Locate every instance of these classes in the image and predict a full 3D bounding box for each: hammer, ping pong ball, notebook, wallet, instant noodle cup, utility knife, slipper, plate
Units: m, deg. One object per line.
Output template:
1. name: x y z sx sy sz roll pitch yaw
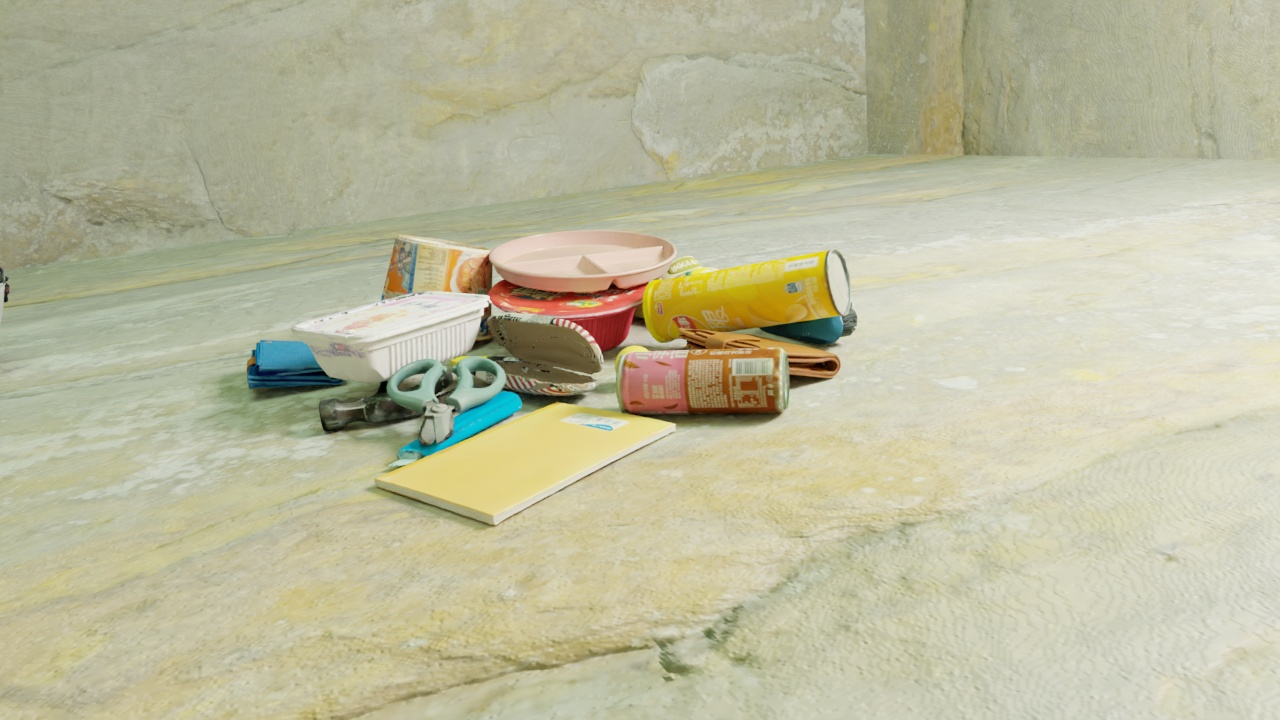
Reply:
1. hammer: -0.272 0.008 1.016 0.126 0.032 0.323 -9 16 -11
2. ping pong ball: -0.005 0.005 0.912 0.040 0.040 0.040 -5 16 1
3. notebook: -0.090 0.076 0.749 0.146 0.010 0.205 7 20 39
4. wallet: -0.398 0.004 1.060 0.106 0.040 0.133 -2 13 -21
5. instant noodle cup: -0.081 -0.056 1.088 0.194 0.066 0.193 -2 22 1
6. instant noodle cup: -0.252 -0.024 0.950 0.138 0.060 0.173 7 19 40
7. wallet: 0.113 -0.009 0.904 0.107 0.031 0.132 4 7 -34
8. utility knife: -0.161 0.061 0.813 0.034 0.018 0.159 4 20 32
9. slipper: 0.050 -0.089 1.158 0.091 0.082 0.191 -21 19 -37
10. plate: -0.070 -0.124 1.131 0.229 0.028 0.229 -1 22 0
11. instant noodle cup: -0.253 -0.093 1.153 0.151 0.111 0.151 9 8 -2

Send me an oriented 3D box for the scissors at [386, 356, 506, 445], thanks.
1. scissors: -0.159 0.034 0.836 0.129 0.019 0.185 -11 27 -22

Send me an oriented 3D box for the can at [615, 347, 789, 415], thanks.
1. can: 0.055 0.019 0.810 0.147 0.058 0.057 -1 16 14

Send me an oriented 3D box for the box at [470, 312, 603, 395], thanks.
1. box: -0.103 -0.012 0.927 0.076 0.087 0.163 0 5 -44

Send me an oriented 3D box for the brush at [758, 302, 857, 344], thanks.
1. brush: 0.170 -0.049 1.017 0.073 0.055 0.144 -17 20 -26

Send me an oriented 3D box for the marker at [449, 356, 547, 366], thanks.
1. marker: -0.153 0.003 1.026 0.124 0.015 0.018 0 17 10

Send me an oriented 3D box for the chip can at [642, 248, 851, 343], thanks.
1. chip can: 0.110 -0.067 0.972 0.214 0.072 0.071 -9 12 30

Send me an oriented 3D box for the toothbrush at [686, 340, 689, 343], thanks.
1. toothbrush: 0.065 0.001 0.951 0.018 0.016 0.191 -16 15 1

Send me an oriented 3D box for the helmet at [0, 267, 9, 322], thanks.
1. helmet: -0.982 -0.047 1.231 0.274 0.157 0.229 16 22 29
